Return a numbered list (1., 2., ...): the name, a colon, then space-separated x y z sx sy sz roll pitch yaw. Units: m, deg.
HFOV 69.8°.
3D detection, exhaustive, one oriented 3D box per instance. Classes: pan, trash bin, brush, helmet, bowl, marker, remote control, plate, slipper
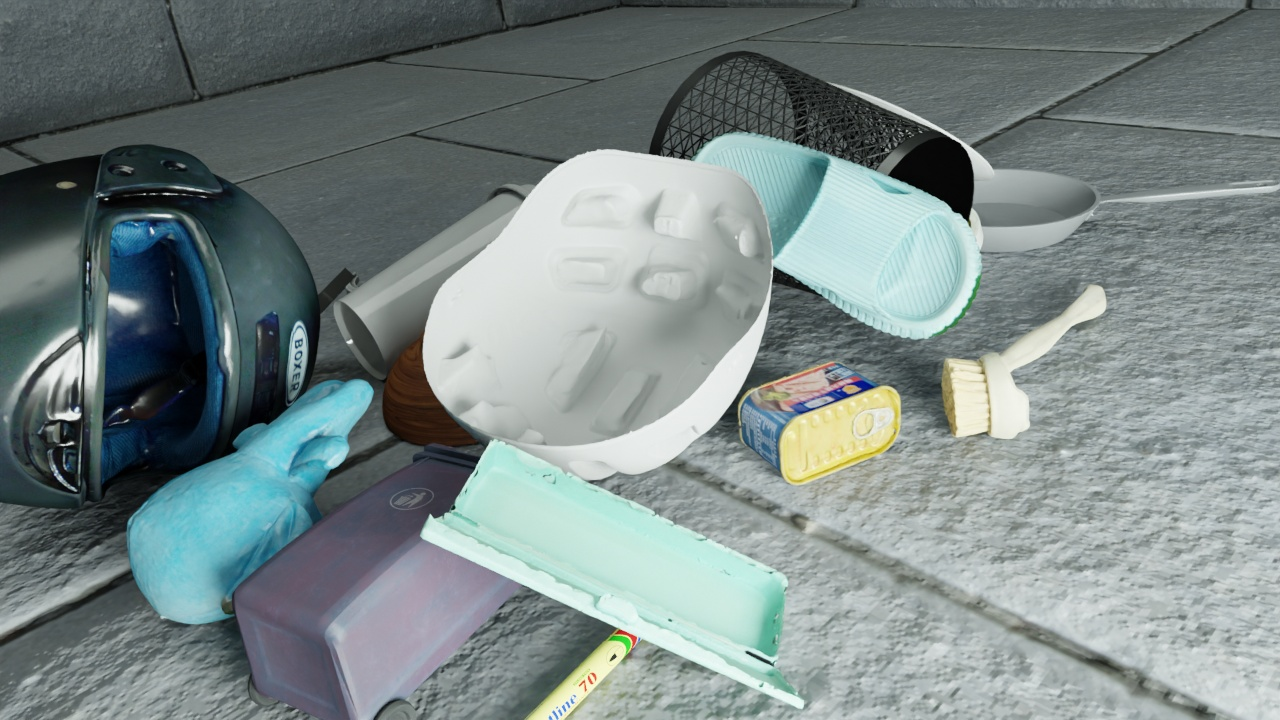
1. pan: 0.458 -0.164 0.965 0.357 0.051 0.200 5 29 22
2. trash bin: -0.132 0.124 0.514 0.094 0.092 0.160 9 27 28
3. brush: 0.305 -0.009 0.710 0.077 0.062 0.271 21 34 36
4. helmet: -0.363 -0.025 0.687 0.235 0.249 0.316 3 22 -29
5. bowl: -0.148 0.003 0.767 0.147 0.069 0.147 -6 27 3
6. helmet: -0.023 -0.024 0.663 0.224 0.184 0.281 5 32 20
7. marker: -0.042 0.176 0.467 0.014 0.014 0.132 15 34 36
8. remote control: -0.316 -0.030 0.846 0.134 0.013 0.058 -40 17 24
9. trash bin: 0.166 -0.163 0.882 0.216 0.217 0.243 -24 38 -30
10. plate: 0.266 -0.234 0.991 0.229 0.030 0.229 26 8 -4
11. slipper: 0.138 -0.116 0.722 0.276 0.069 0.116 32 87 30

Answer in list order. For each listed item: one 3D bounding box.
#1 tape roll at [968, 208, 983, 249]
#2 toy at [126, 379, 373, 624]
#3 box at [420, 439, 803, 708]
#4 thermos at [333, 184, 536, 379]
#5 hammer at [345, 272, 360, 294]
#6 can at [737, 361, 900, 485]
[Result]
1. tape roll: 0.290 -0.121 0.913 0.094 0.019 0.093 -18 45 19
2. toy: -0.232 0.090 0.581 0.184 0.115 0.180 -1 42 46
3. box: -0.011 0.110 0.462 0.187 0.057 0.137 25 17 1
4. thermos: -0.171 -0.072 0.874 0.221 0.132 0.132 -35 37 -30
5. hammer: -0.204 -0.124 1.072 0.126 0.036 0.314 10 31 35
6. can: 0.125 0.042 0.646 0.099 0.054 0.059 -17 27 -20
